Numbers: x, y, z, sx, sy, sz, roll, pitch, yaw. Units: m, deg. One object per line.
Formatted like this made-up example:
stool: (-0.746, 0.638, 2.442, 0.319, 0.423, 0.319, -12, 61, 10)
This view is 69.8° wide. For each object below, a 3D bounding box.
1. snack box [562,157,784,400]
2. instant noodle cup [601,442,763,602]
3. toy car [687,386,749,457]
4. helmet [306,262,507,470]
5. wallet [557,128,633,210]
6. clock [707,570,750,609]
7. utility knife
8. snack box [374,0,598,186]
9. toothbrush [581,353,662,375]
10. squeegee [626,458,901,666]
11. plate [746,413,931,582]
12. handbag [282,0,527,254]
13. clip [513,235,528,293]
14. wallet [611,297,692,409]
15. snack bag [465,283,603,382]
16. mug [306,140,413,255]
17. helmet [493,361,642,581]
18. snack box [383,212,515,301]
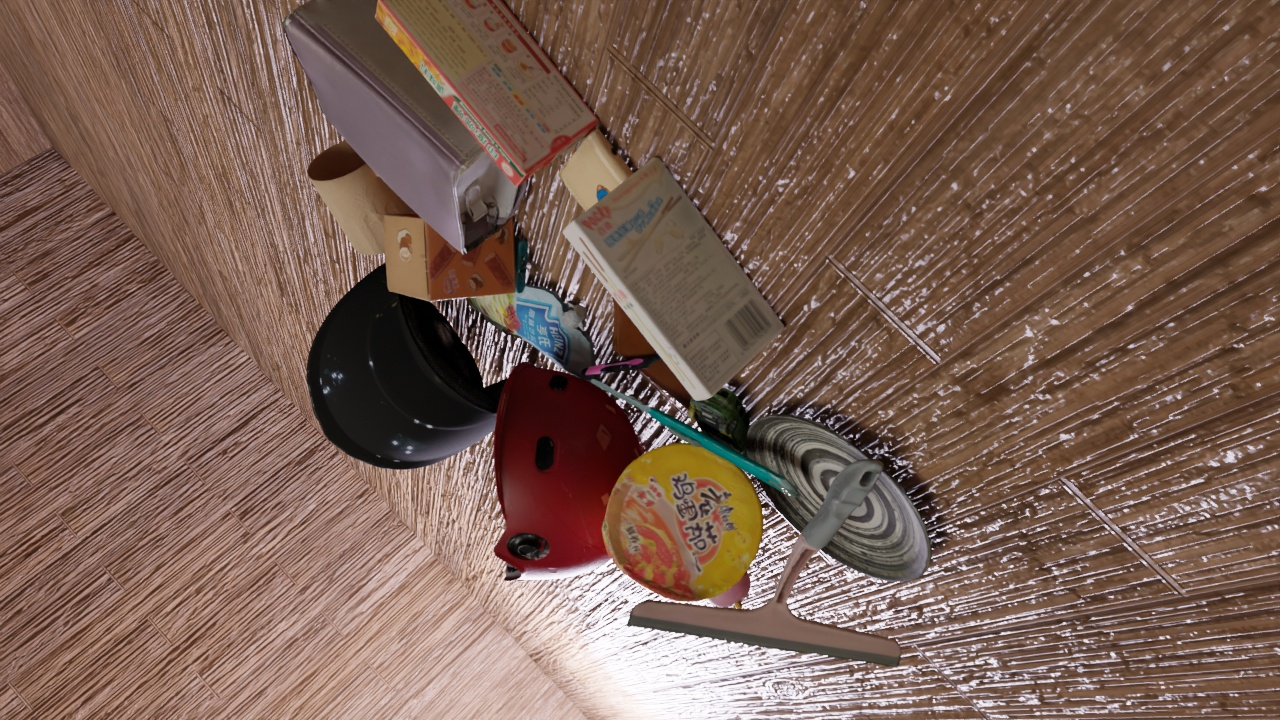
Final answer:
snack box: (0.026, -0.057, 0.652, 0.157, 0.084, 0.027, 52, 157, -7)
instant noodle cup: (0.044, 0.145, 0.852, 0.138, 0.138, 0.110, 44, -179, 8)
toy car: (0.073, 0.055, 0.797, 0.043, 0.036, 0.091, 23, 155, 32)
helmet: (-0.270, 0.007, 1.084, 0.233, 0.230, 0.275, 56, 174, -12)
wallet: (-0.016, -0.115, 0.711, 0.115, 0.024, 0.087, 50, 157, -7)
clock: (0.062, 0.203, 0.972, 0.117, 0.059, 0.158, 2, 115, 63)
utility knife: (0.042, 0.064, 0.795, 0.216, 0.013, 0.029, 28, 162, 23)
snack box: (-0.109, -0.209, 0.657, 0.156, 0.076, 0.027, 50, 156, -5)
toothbrush: (-0.005, 0.005, 0.807, 0.018, 0.014, 0.190, 39, 157, -22)
squeegee: (0.138, 0.151, 0.732, 0.247, 0.040, 0.250, 12, 132, -7)
plate: (0.163, 0.109, 0.749, 0.179, 0.024, 0.180, 37, 151, 23)
handbag: (-0.190, -0.203, 0.774, 0.197, 0.098, 0.145, 43, 154, 8)
clip: (-0.122, -0.094, 0.901, 0.043, 0.014, 0.057, 25, 120, 38)
wallet: (0.021, -0.014, 0.791, 0.101, 0.032, 0.125, 36, 154, 19)
snack bag: (-0.116, -0.048, 0.957, 0.191, 0.038, 0.110, 31, 139, 32)
mug: (-0.285, -0.180, 1.003, 0.125, 0.084, 0.104, 2, 137, 23)
helmet: (-0.067, 0.113, 0.931, 0.144, 0.206, 0.240, 5, 143, 2)
snack box: (-0.185, -0.104, 0.889, 0.093, 0.094, 0.077, 15, 110, 50)
